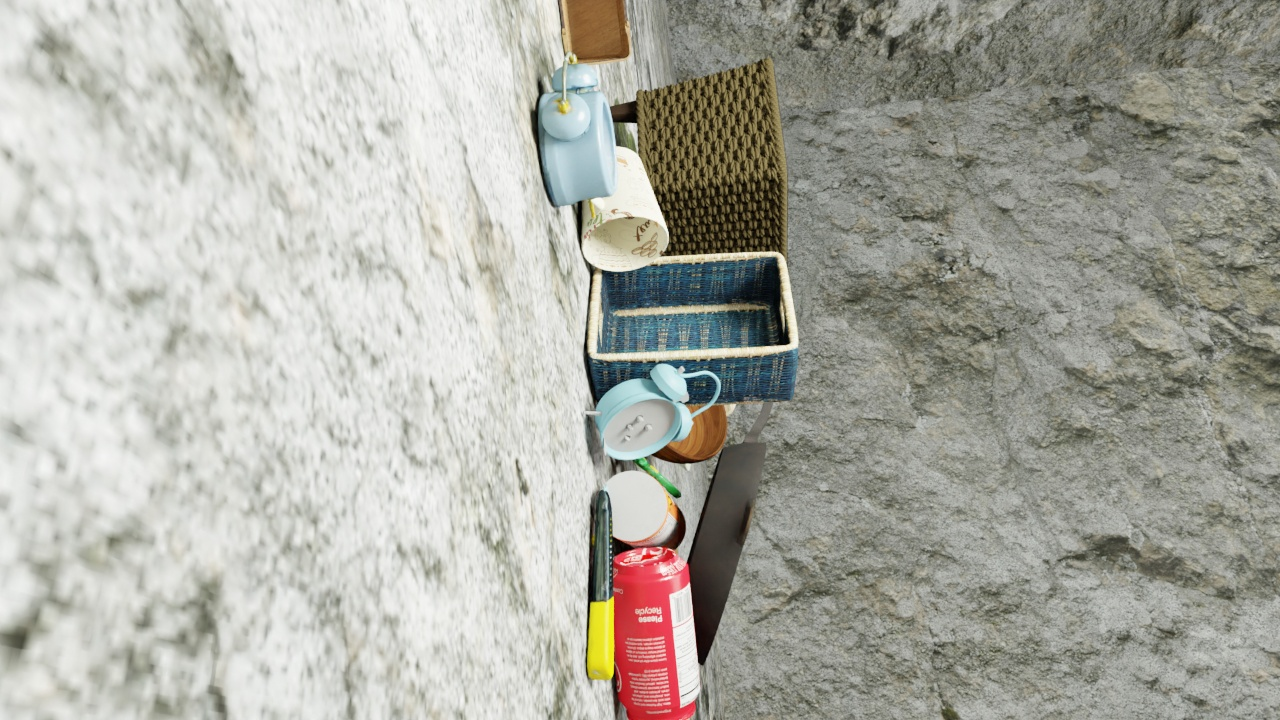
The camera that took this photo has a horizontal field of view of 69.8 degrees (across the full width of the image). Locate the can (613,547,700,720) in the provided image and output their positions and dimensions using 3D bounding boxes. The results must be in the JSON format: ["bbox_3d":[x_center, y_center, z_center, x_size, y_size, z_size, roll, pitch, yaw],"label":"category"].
[{"bbox_3d":[0.011,0.243,0.815,0.074,0.074,0.142,-44,128,-82],"label":"can"}]

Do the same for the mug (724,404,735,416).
[{"bbox_3d":[0.096,0.030,1.272,0.112,0.085,0.104,123,-18,-50],"label":"mug"}]

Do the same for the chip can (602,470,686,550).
[{"bbox_3d":[0.006,0.154,0.899,0.210,0.062,0.062,64,22,-73],"label":"chip can"}]

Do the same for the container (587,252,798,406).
[{"bbox_3d":[0.048,-0.029,0.869,0.145,0.187,0.071,-89,174,-46],"label":"container"}]

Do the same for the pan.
[{"bbox_3d":[0.094,0.131,0.951,0.249,0.043,0.355,94,14,-65],"label":"pan"}]

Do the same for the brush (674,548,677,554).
[{"bbox_3d":[0.027,0.254,1.125,0.117,0.039,0.049,70,17,-70],"label":"brush"}]

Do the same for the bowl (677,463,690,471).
[{"bbox_3d":[0.029,0.060,1.216,0.176,0.058,0.176,-4,89,-84],"label":"bowl"}]

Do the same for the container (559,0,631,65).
[{"bbox_3d":[-0.046,-0.338,0.872,0.061,0.063,0.114,-101,-176,-77],"label":"container"}]

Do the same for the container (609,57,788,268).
[{"bbox_3d":[0.076,-0.196,1.171,0.321,0.205,0.176,73,13,-62],"label":"container"}]

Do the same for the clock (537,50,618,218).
[{"bbox_3d":[-0.050,-0.178,0.717,0.088,0.052,0.125,-86,169,-46],"label":"clock"}]

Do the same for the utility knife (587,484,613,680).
[{"bbox_3d":[-0.031,0.173,0.747,0.029,0.020,0.170,79,10,-52],"label":"utility knife"}]

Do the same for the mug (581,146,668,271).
[{"bbox_3d":[-0.032,-0.155,0.857,0.122,0.081,0.097,32,39,-48],"label":"mug"}]

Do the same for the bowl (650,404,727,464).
[{"bbox_3d":[0.019,0.053,0.992,0.147,0.069,0.147,29,43,-31],"label":"bowl"}]

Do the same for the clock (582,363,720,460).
[{"bbox_3d":[0.015,0.045,0.801,0.087,0.123,0.042,78,-13,-46],"label":"clock"}]

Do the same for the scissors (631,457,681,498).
[{"bbox_3d":[-0.005,0.096,0.923,0.128,0.012,0.119,45,-5,-39],"label":"scissors"}]
